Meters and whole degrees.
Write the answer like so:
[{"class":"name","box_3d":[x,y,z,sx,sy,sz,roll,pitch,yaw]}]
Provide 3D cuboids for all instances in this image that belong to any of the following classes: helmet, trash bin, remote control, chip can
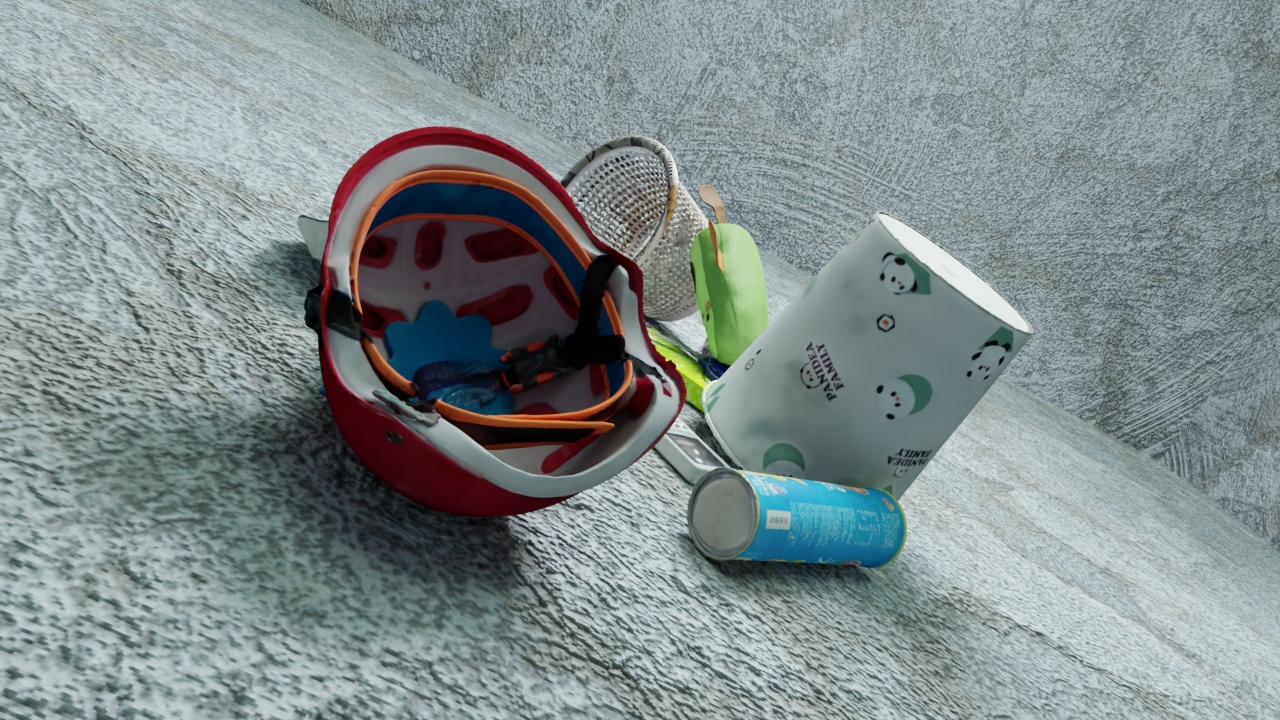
[{"class":"helmet","box_3d":[-0.106,-0.009,0.571,0.206,0.144,0.240,-10,67,-37]},{"class":"trash bin","box_3d":[0.226,0.008,0.906,0.229,0.252,0.229,30,23,-15]},{"class":"remote control","box_3d":[0.028,0.068,0.862,0.058,0.021,0.150,14,21,-44]},{"class":"trash bin","box_3d":[0.005,-0.155,1.232,0.192,0.227,0.227,31,9,-47]},{"class":"chip can","box_3d":[0.133,0.131,0.751,0.210,0.071,0.071,14,21,-42]}]

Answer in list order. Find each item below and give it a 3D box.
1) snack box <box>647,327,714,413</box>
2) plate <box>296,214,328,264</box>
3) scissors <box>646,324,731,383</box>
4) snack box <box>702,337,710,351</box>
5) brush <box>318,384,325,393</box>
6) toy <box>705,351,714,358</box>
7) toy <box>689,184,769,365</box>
[{"class":"snack box","box_3d":[0.043,0.010,1.070,0.156,0.026,0.085,37,17,28]},{"class":"plate","box_3d":[-0.205,-0.112,0.838,0.205,0.045,0.204,0,7,0]},{"class":"scissors","box_3d":[0.077,0.001,1.085,0.175,0.012,0.162,23,16,-24]},{"class":"snack box","box_3d":[0.164,0.000,1.255,0.156,0.027,0.077,29,-14,1]},{"class":"brush","box_3d":[-0.160,-0.039,0.748,0.109,0.061,0.313,31,25,-16]},{"class":"toy","box_3d":[0.132,0.011,1.192,0.108,0.039,0.084,20,-2,-32]},{"class":"toy","box_3d":[0.109,-0.093,1.123,0.227,0.090,0.246,62,19,-49]}]
